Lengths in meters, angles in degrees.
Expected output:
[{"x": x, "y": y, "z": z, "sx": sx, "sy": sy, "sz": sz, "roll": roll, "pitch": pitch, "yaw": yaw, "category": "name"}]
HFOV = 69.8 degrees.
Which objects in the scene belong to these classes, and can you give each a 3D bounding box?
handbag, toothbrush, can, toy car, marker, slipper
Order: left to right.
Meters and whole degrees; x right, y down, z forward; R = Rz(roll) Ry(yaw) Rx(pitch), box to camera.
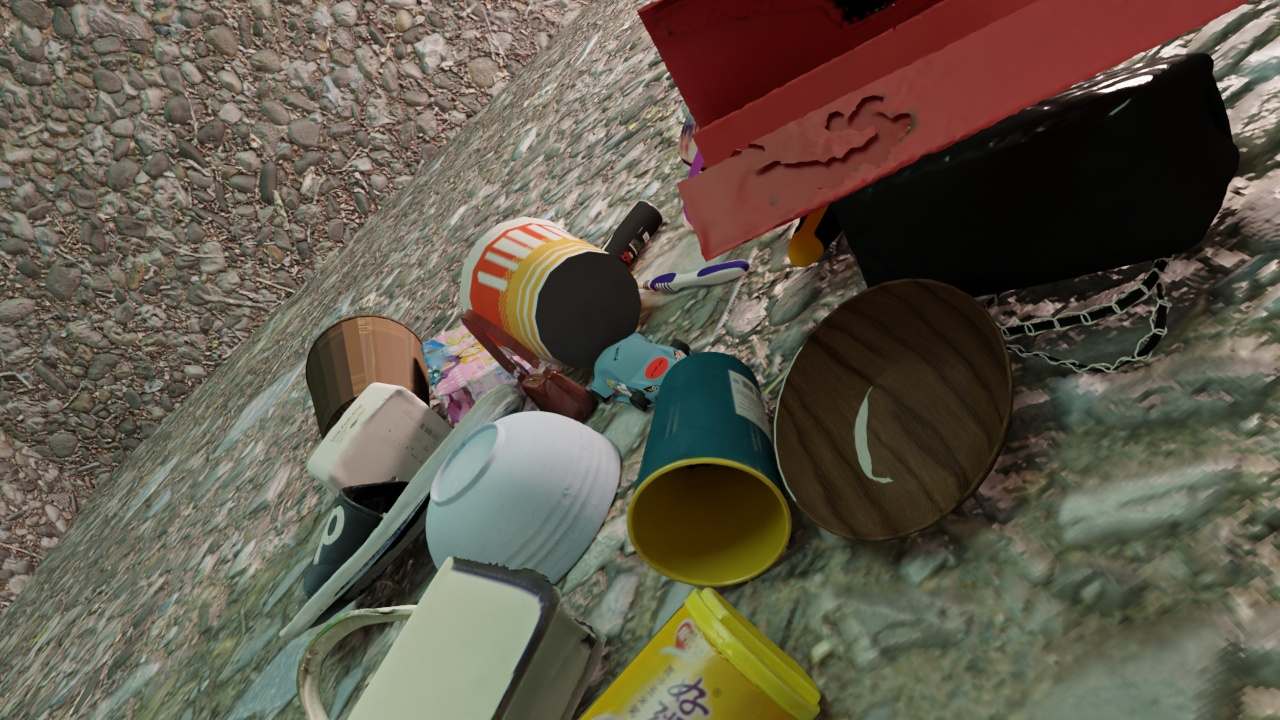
[{"x": -0.197, "y": 0.110, "z": 0.728, "sx": 0.264, "sy": 0.063, "sz": 0.111, "roll": -46, "pitch": -5, "yaw": 7, "category": "slipper"}, {"x": -0.119, "y": 0.184, "z": 0.500, "sx": 0.176, "sy": 0.074, "sz": 0.151, "roll": 5, "pitch": 55, "yaw": 37, "category": "handbag"}, {"x": -0.090, "y": 0.003, "z": 0.699, "sx": 0.055, "sy": 0.119, "sz": 0.029, "roll": -11, "pitch": 42, "yaw": 53, "category": "handbag"}, {"x": -0.013, "y": -0.111, "z": 0.860, "sx": 0.080, "sy": 0.031, "sz": 0.032, "roll": -54, "pitch": 25, "yaw": -17, "category": "can"}, {"x": -0.004, "y": 0.004, "z": 0.671, "sx": 0.060, "sy": 0.027, "sz": 0.108, "roll": -53, "pitch": 25, "yaw": -14, "category": "toy car"}, {"x": 0.025, "y": -0.063, "z": 0.746, "sx": 0.187, "sy": 0.015, "sz": 0.016, "roll": -3, "pitch": 53, "yaw": 56, "category": "toothbrush"}, {"x": 0.014, "y": 0.150, "z": 0.365, "sx": 0.105, "sy": 0.067, "sz": 0.067, "roll": -47, "pitch": 24, "yaw": -2, "category": "can"}, {"x": 0.076, "y": -0.168, "z": 0.821, "sx": 0.020, "sy": 0.017, "sz": 0.133, "roll": 21, "pitch": 67, "yaw": 35, "category": "marker"}, {"x": 0.086, "y": -0.172, "z": 0.759, "sx": 0.145, "sy": 0.068, "sz": 0.169, "roll": 1, "pitch": 59, "yaw": 37, "category": "handbag"}, {"x": 0.150, "y": -0.135, "z": 0.637, "sx": 0.031, "sy": 0.031, "sz": 0.196, "roll": 18, "pitch": 58, "yaw": 29, "category": "toothbrush"}, {"x": 0.193, "y": -0.126, "z": 0.572, "sx": 0.021, "sy": 0.017, "sz": 0.135, "roll": -43, "pitch": 21, "yaw": -2, "category": "toothbrush"}, {"x": 0.191, "y": -0.066, "z": 0.425, "sx": 0.124, "sy": 0.115, "sz": 0.154, "roll": -34, "pitch": 10, "yaw": -36, "category": "handbag"}]

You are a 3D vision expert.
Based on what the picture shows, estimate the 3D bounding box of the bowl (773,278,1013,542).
[{"x": 0.116, "y": 0.024, "z": 0.411, "sx": 0.120, "sy": 0.032, "sz": 0.119, "roll": -27, "pitch": 52, "yaw": 40, "category": "bowl"}]

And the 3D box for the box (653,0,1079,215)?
[{"x": 0.126, "y": -0.253, "z": 0.659, "sx": 0.213, "sy": 0.128, "sz": 0.424, "roll": -25, "pitch": 39, "yaw": 16, "category": "box"}]

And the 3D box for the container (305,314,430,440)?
[{"x": -0.275, "y": 0.043, "z": 0.946, "sx": 0.132, "sy": 0.132, "sz": 0.167, "roll": -45, "pitch": 30, "yaw": 3, "category": "container"}]

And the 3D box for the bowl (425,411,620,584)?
[{"x": -0.093, "y": 0.091, "z": 0.625, "sx": 0.151, "sy": 0.075, "sz": 0.150, "roll": -37, "pitch": 26, "yaw": 21, "category": "bowl"}]

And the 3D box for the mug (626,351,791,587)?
[{"x": 0.037, "y": 0.048, "z": 0.485, "sx": 0.078, "sy": 0.078, "sz": 0.121, "roll": -36, "pitch": 21, "yaw": 22, "category": "mug"}]

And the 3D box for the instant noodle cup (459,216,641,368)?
[{"x": -0.070, "y": -0.052, "z": 0.765, "sx": 0.123, "sy": 0.123, "sz": 0.121, "roll": -51, "pitch": 32, "yaw": -10, "category": "instant noodle cup"}]

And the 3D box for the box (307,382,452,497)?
[{"x": -0.239, "y": 0.084, "z": 0.838, "sx": 0.102, "sy": 0.102, "sz": 0.107, "roll": 11, "pitch": 60, "yaw": 50, "category": "box"}]

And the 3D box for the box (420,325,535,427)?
[{"x": -0.161, "y": 0.010, "z": 0.875, "sx": 0.084, "sy": 0.063, "sz": 0.230, "roll": -47, "pitch": 24, "yaw": -1, "category": "box"}]
